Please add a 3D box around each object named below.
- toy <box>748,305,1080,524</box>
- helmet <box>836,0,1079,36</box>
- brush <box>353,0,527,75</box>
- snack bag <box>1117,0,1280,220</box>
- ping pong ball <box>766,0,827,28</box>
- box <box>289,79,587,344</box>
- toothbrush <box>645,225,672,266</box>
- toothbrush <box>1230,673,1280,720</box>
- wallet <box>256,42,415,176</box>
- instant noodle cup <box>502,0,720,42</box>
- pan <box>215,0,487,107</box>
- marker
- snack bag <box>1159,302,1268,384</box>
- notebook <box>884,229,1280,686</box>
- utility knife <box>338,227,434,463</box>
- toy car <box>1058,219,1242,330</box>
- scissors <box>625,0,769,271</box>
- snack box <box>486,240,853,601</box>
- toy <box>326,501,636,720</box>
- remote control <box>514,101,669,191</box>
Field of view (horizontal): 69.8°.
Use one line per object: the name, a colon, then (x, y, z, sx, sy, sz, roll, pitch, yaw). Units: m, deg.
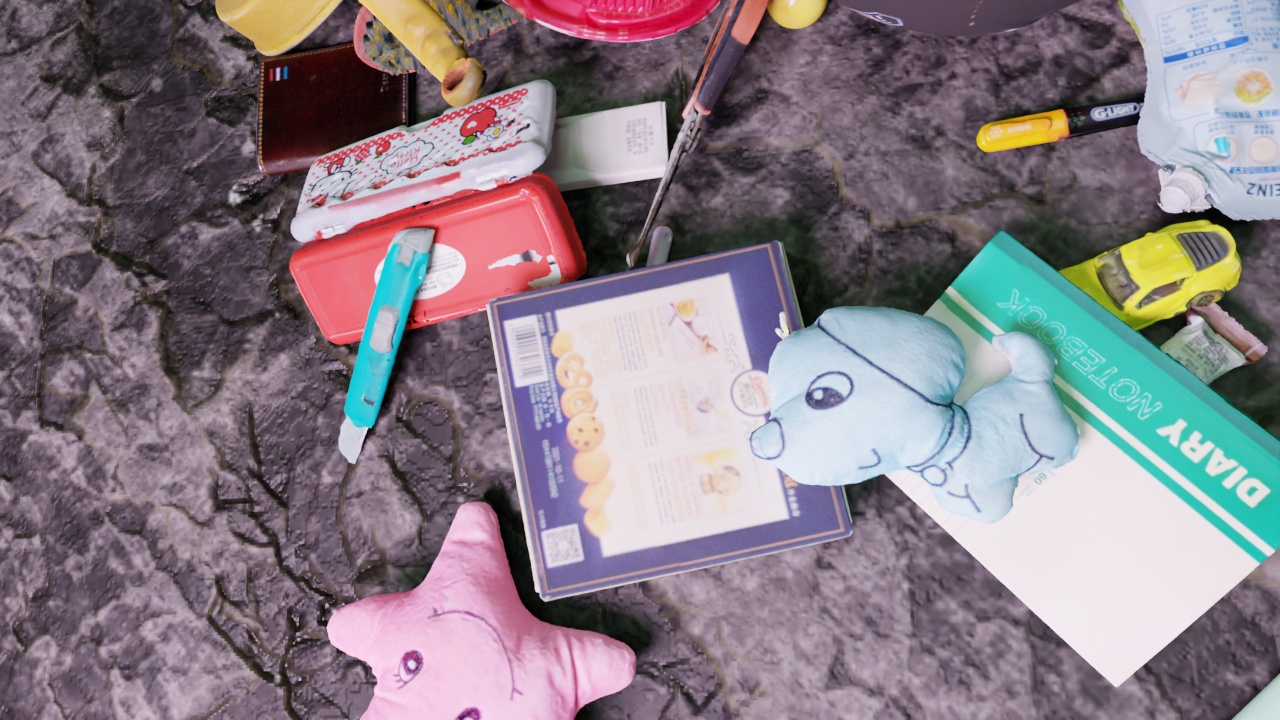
toy: (0.141, 0.023, 0.493, 0.161, 0.050, 0.156, -38, 75, -5)
helmet: (0.186, -0.290, 0.485, 0.275, 0.230, 0.233, -51, 36, 12)
brush: (-0.135, -0.250, 0.644, 0.146, 0.063, 0.069, -27, 39, 3)
snack bag: (0.332, -0.166, 0.515, 0.110, 0.039, 0.190, -1, 75, 0)
ping pong ball: (0.101, -0.235, 0.592, 0.040, 0.040, 0.040, -3, 79, 14)
box: (-0.141, -0.097, 0.605, 0.201, 0.073, 0.154, -12, 85, 20)
toothbrush: (-0.003, 0.003, 0.586, 0.021, 0.029, 0.189, 0, 76, 53)
toothbrush: (0.331, 0.173, 0.464, 0.224, 0.026, 0.027, -45, 51, 2)
wallet: (-0.225, -0.190, 0.680, 0.122, 0.020, 0.096, -7, 78, 11)
instant noodle cup: (-0.021, -0.302, 0.584, 0.193, 0.066, 0.193, 4, 69, -11)
pan: (-0.183, -0.257, 0.598, 0.198, 0.078, 0.357, -49, 43, 12)
marker: (0.266, -0.143, 0.546, 0.124, 0.015, 0.018, -8, 83, 11)
snack bag: (0.286, 0.013, 0.505, 0.104, 0.026, 0.048, -43, 72, 2)
notebook: (0.229, 0.050, 0.502, 0.209, 0.012, 0.150, 44, 107, 18)
utility knife: (-0.170, -0.007, 0.599, 0.029, 0.013, 0.180, 25, 112, 6)
toy car: (0.271, -0.044, 0.506, 0.105, 0.032, 0.048, -24, 54, 17)
scissors: (0.038, -0.156, 0.563, 0.015, 0.192, 0.206, 24, 45, -11)
snack box: (0.014, 0.034, 0.545, 0.182, 0.046, 0.177, -11, 77, 0)
toy: (-0.103, 0.199, 0.542, 0.178, 0.075, 0.194, -43, 69, -12)
remote control: (-0.042, -0.142, 0.620, 0.125, 0.024, 0.049, -6, 80, 13)
